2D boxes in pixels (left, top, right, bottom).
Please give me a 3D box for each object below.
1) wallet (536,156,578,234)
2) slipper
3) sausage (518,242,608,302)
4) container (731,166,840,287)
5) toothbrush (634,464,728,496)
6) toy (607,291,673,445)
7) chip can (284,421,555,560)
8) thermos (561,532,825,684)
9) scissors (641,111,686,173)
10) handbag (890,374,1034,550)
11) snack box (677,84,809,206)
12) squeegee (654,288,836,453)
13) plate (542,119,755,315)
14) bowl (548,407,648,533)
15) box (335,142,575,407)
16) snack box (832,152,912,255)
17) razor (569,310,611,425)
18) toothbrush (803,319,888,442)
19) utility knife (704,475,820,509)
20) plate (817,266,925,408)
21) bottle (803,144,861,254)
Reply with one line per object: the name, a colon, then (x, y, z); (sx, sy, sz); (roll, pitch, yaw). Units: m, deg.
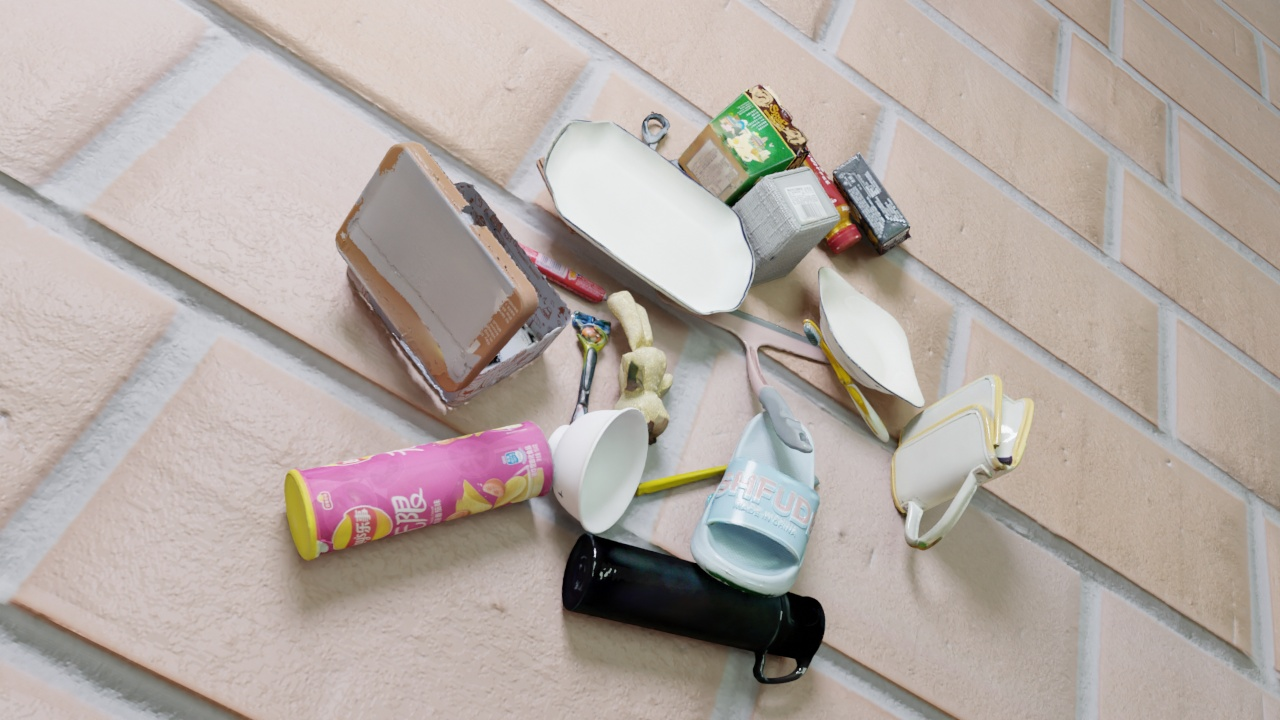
wallet: (-0.048, -0.193, 1.029); (0.115, 0.020, 0.101); (-17, 72, -32)
slipper: (0.125, 0.125, 0.878); (0.104, 0.074, 0.244); (28, 39, 0)
sausage: (-0.100, -0.098, 0.949); (0.156, 0.020, 0.020); (28, 55, -14)
container: (0.158, -0.158, 1.063); (0.090, 0.115, 0.090); (-21, 76, -36)
toothbrush: (0.075, 0.117, 0.933); (0.189, 0.016, 0.016); (-7, 75, -32)
toy: (-0.005, 0.005, 0.920); (0.066, 0.105, 0.157); (-13, 69, 12)
chip can: (-0.179, 0.103, 0.764); (0.210, 0.072, 0.071); (-11, 71, -33)
thermos: (0.052, 0.228, 0.827); (0.242, 0.069, 0.089); (20, 57, -19)
scissors: (0.013, -0.236, 1.072); (0.175, 0.014, 0.159); (14, 53, -33)
handbag: (0.331, 0.114, 0.983); (0.063, 0.164, 0.178); (33, 54, -8)
snack box: (0.114, -0.244, 1.084); (0.105, 0.118, 0.118); (-34, 86, -34)
squeegee: (0.134, 0.027, 0.963); (0.247, 0.040, 0.249); (20, 27, -20)
plate: (0.008, -0.148, 0.986); (0.265, 0.034, 0.161); (33, 54, -17)
bowl: (-0.049, 0.091, 0.838); (0.065, 0.118, 0.118); (17, 48, 25)
box: (-0.154, -0.084, 0.801); (0.156, 0.193, 0.183); (-35, 85, -39)
snack box: (0.299, -0.198, 1.179); (0.113, 0.053, 0.125); (58, 10, 10)
razor: (-0.054, 0.012, 0.914); (0.042, 0.022, 0.142); (18, 58, -18)
toothbrush: (0.231, 0.028, 1.027); (0.191, 0.016, 0.018); (52, 38, -24)
utility knife: (0.127, 0.136, 0.953); (0.156, 0.013, 0.029); (-11, 71, -33)
plate: (0.260, -0.022, 1.076); (0.163, 0.034, 0.164); (32, 37, -25)
bottle: (0.215, -0.216, 1.162); (0.057, 0.058, 0.175); (-26, 79, -36)
